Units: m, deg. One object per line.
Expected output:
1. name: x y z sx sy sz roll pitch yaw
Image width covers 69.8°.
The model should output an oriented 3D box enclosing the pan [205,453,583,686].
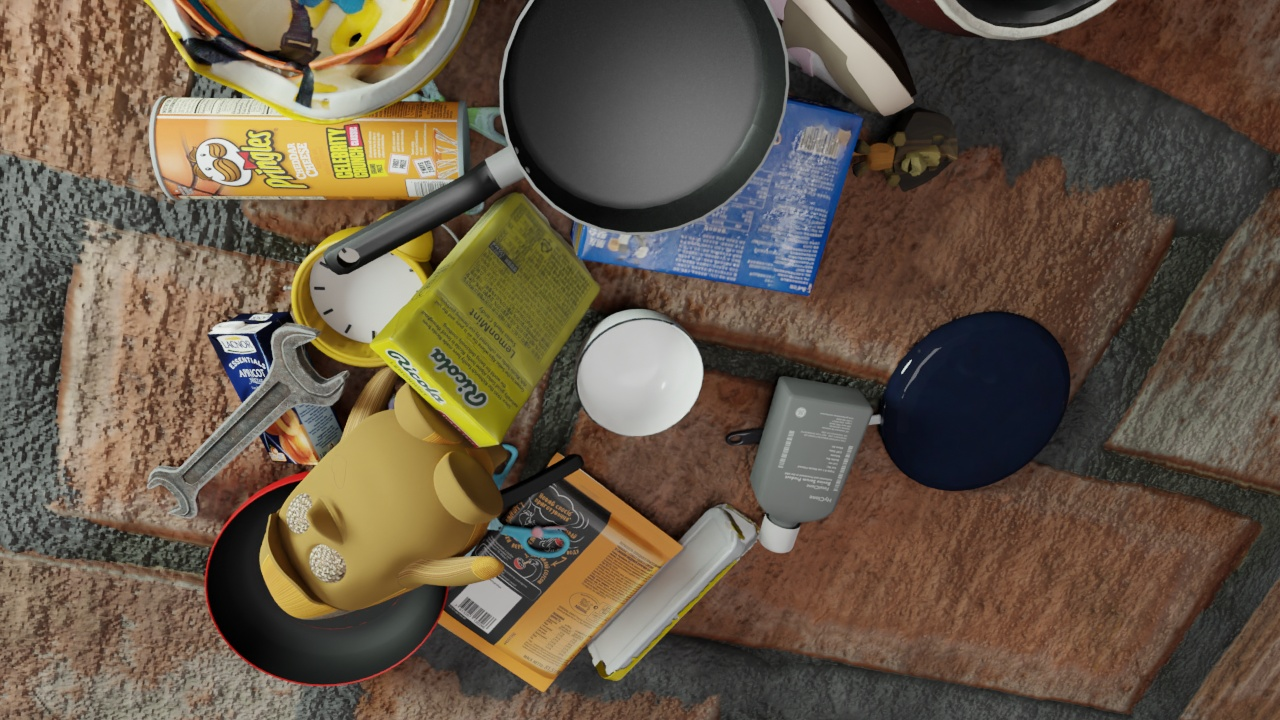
1. pan: -0.217 0.164 0.844 0.356 0.067 0.209 -27 109 -4

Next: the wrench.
1. wrench: -0.332 0.058 0.759 0.274 0.010 0.070 -36 105 29

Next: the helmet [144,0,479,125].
1. helmet: -0.215 -0.277 0.611 0.240 0.139 0.209 33 104 -7

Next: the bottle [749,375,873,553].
1. bottle: 0.154 0.106 0.887 0.083 0.046 0.174 10 113 -10

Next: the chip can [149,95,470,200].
1. chip can: -0.238 -0.157 0.684 0.215 0.075 0.075 -1 114 -6

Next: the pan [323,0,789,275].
1. pan: -0.065 -0.156 0.653 0.356 0.044 0.204 -27 122 3

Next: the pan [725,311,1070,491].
1. pan: 0.260 0.057 0.912 0.356 0.021 0.199 -7 115 -6

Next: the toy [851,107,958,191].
1. toy: 0.215 -0.176 0.776 0.100 0.062 0.076 -7 135 -1

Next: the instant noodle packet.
1. instant noodle packet: -0.089 0.216 0.908 0.160 0.032 0.221 39 103 -14

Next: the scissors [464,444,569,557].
1. scissors: -0.131 0.139 0.868 0.135 0.015 0.136 7 101 0

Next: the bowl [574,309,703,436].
1. bowl: -0.005 0.005 0.815 0.113 0.063 0.113 -4 114 -8

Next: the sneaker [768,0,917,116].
1. sneaker: 0.084 -0.270 0.696 0.293 0.111 0.117 36 125 -24

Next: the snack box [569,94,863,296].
1. snack box: 0.057 -0.148 0.753 0.202 0.069 0.155 7 113 -14

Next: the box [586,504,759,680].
1. box: 0.037 0.240 0.923 0.079 0.080 0.210 37 102 -20

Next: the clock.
1. clock: -0.212 -0.060 0.757 0.152 0.052 0.113 -25 116 7

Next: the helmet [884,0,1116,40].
1. helmet: 0.233 -0.332 0.598 0.233 0.253 0.234 -12 131 1

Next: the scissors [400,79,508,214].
1. scissors: -0.162 -0.190 0.725 0.170 0.028 0.139 27 109 -16

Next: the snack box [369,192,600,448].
1. snack box: -0.116 -0.037 0.736 0.121 0.045 0.180 48 55 -25

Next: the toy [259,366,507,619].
1. toy: -0.218 0.126 0.733 0.203 0.198 0.162 -37 160 9

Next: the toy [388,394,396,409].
1. toy: -0.176 0.025 0.807 0.080 0.036 0.100 9 114 -23

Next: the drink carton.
1. drink carton: -0.301 0.023 0.768 0.064 0.040 0.130 0 120 29
